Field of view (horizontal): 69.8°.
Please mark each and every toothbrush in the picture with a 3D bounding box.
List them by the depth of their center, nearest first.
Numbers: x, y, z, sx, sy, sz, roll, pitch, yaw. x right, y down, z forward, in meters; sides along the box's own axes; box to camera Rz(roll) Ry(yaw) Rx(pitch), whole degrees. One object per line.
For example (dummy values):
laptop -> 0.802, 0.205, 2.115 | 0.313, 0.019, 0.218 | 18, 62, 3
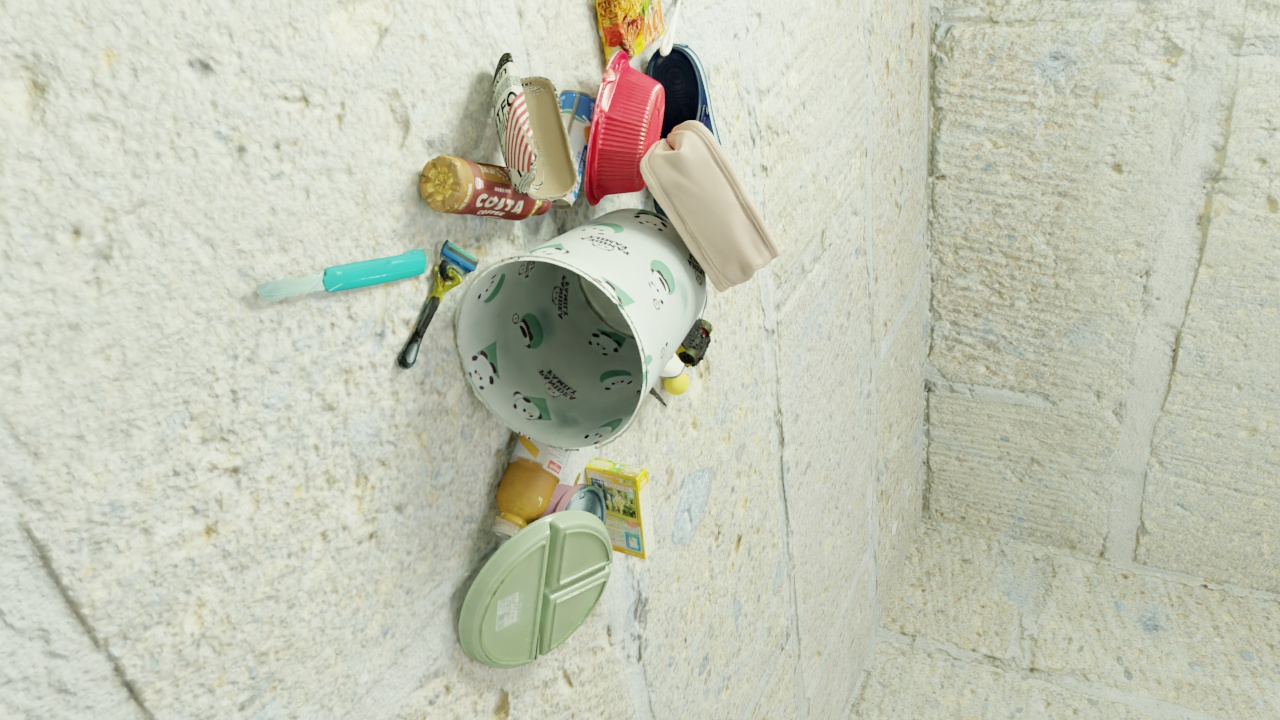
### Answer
toothbrush -> 0.047, -0.472, 1.282 | 0.016, 0.016, 0.179 | 76, 20, -46

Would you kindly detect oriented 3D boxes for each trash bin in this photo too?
trash bin -> -0.051, -0.056, 1.069 | 0.251, 0.230, 0.230 | -48, 138, -54

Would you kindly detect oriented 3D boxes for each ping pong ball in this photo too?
ping pong ball -> 0.058, 0.036, 1.467 | 0.040, 0.040, 0.040 | -26, 120, -57

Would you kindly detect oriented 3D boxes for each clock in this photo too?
clock -> -0.100, 0.236, 1.217 | 0.117, 0.060, 0.158 | -15, 110, -61

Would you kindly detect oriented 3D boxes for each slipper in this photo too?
slipper -> 0.055, -0.313, 1.290 | 0.095, 0.105, 0.253 | -42, 131, -60

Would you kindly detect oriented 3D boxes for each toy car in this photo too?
toy car -> 0.054, -0.058, 1.333 | 0.156, 0.041, 0.071 | 54, 49, -32

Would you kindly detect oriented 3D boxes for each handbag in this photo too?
handbag -> 0.078, -0.209, 1.141 | 0.193, 0.093, 0.233 | 55, 12, -23

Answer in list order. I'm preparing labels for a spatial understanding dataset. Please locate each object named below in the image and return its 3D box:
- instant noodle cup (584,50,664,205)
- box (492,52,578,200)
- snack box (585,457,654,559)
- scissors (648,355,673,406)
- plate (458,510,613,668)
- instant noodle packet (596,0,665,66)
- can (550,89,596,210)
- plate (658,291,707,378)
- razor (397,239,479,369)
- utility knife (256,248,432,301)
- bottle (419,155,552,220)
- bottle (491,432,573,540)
instant noodle cup -> -0.015, -0.283, 1.149 | 0.194, 0.066, 0.194 | 16, 88, -85
box -> -0.111, -0.249, 0.983 | 0.087, 0.076, 0.162 | -3, 64, -31
snack box -> -0.028, 0.212, 1.311 | 0.033, 0.087, 0.140 | -41, 132, -49
scissors -> -0.009, 0.012, 1.239 | 0.014, 0.181, 0.159 | 1, 61, -35
plate -> -0.121, 0.289, 1.138 | 0.229, 0.027, 0.231 | -26, 133, -33
instant noodle packet -> -0.010, -0.450, 1.200 | 0.128, 0.044, 0.111 | -53, 145, -42
can -> -0.089, -0.252, 1.100 | 0.053, 0.053, 0.134 | 31, 71, -60
plate -> 0.038, -0.075, 1.396 | 0.204, 0.046, 0.205 | -23, 117, -57
razor -> -0.217, -0.054, 0.956 | 0.042, 0.022, 0.142 | 30, 73, -24
utility knife -> -0.269, -0.081, 0.860 | 0.221, 0.013, 0.029 | -25, 121, -60
bottle -> -0.159, -0.182, 0.988 | 0.174, 0.057, 0.057 | -8, 105, -61
bottle -> -0.128, 0.129, 1.124 | 0.068, 0.068, 0.189 | 53, 52, -53
